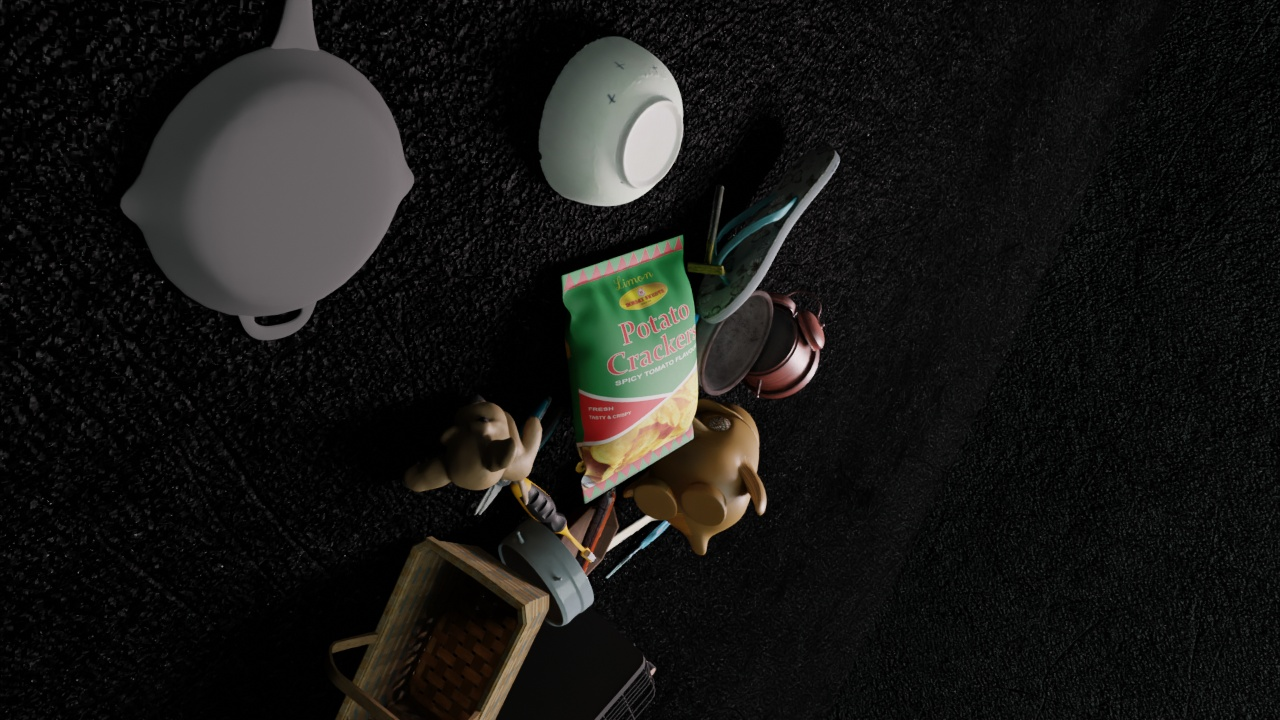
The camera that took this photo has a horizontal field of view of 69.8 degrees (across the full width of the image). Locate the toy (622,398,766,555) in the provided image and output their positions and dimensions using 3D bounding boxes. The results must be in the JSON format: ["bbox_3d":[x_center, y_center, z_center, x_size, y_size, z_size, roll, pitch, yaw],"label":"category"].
[{"bbox_3d":[0.092,0.133,1.240,0.202,0.199,0.163,-57,139,-44],"label":"toy"}]

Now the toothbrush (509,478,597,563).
[{"bbox_3d":[-0.099,0.191,1.079,0.031,0.031,0.197,-52,137,-18],"label":"toothbrush"}]

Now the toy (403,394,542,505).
[{"bbox_3d":[-0.146,0.087,0.890,0.108,0.134,0.105,16,61,-59],"label":"toy"}]

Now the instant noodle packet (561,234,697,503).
[{"bbox_3d":[-0.006,0.006,1.009,0.195,0.090,0.253,-25,119,-45],"label":"instant noodle packet"}]

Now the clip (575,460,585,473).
[{"bbox_3d":[-0.051,0.134,1.125,0.047,0.039,0.053,-16,132,-59],"label":"clip"}]

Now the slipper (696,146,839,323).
[{"bbox_3d":[0.138,-0.164,1.103,0.054,0.098,0.268,42,77,-26],"label":"slipper"}]

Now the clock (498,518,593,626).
[{"bbox_3d":[-0.111,0.250,1.059,0.045,0.122,0.160,-35,156,-28],"label":"clock"}]

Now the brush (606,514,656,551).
[{"bbox_3d":[-0.014,0.241,1.303,0.217,0.012,0.033,-27,138,-40],"label":"brush"}]

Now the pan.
[{"bbox_3d":[-0.224,-0.168,0.604,0.215,0.024,0.355,-19,131,-48],"label":"pan"}]

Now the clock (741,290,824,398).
[{"bbox_3d":[0.186,-0.027,1.252,0.157,0.120,0.072,-50,142,1],"label":"clock"}]

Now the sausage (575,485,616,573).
[{"bbox_3d":[-0.062,0.224,1.151,0.020,0.020,0.155,-2,119,-55],"label":"sausage"}]

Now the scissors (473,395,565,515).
[{"bbox_3d":[-0.135,0.099,0.985,0.129,0.019,0.138,-19,125,-36],"label":"scissors"}]

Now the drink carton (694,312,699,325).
[{"bbox_3d":[0.030,-0.004,1.112,0.038,0.044,0.129,-10,124,-53],"label":"drink carton"}]

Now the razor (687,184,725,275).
[{"bbox_3d":[0.083,-0.151,1.054,0.026,0.042,0.105,36,63,-71],"label":"razor"}]

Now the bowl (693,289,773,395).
[{"bbox_3d":[0.098,-0.035,1.162,0.144,0.067,0.145,-36,143,-34],"label":"bowl"}]

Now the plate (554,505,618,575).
[{"bbox_3d":[-0.082,0.235,1.179,0.131,0.025,0.131,-36,143,-34],"label":"plate"}]

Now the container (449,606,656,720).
[{"bbox_3d":[-0.107,0.432,1.178,0.240,0.163,0.130,-43,147,-22],"label":"container"}]

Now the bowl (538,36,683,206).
[{"bbox_3d":[-0.014,-0.208,0.834,0.153,0.073,0.154,-35,141,-34],"label":"bowl"}]

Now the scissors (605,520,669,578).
[{"bbox_3d":[-0.003,0.274,1.347,0.138,0.015,0.063,-35,166,-18],"label":"scissors"}]

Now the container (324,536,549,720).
[{"bbox_3d":[-0.217,0.317,0.932,0.250,0.157,0.186,-64,161,10],"label":"container"}]
